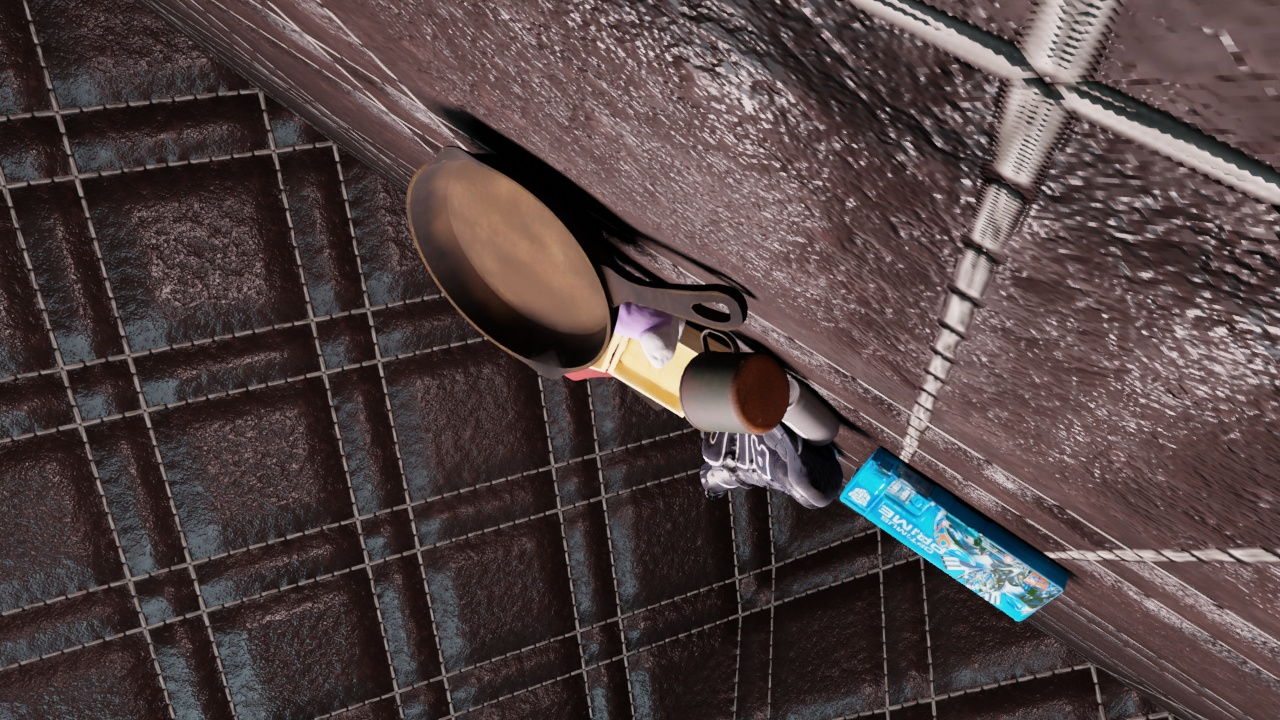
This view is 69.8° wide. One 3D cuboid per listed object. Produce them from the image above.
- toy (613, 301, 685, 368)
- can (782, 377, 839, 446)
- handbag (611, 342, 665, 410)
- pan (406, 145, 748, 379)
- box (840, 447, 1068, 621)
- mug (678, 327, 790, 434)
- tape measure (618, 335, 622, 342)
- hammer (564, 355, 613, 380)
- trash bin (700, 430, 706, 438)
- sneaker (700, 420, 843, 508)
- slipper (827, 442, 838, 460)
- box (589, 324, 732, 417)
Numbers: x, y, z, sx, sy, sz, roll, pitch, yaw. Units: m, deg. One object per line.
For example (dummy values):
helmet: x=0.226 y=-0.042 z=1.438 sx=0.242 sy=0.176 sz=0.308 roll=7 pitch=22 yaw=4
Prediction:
toy: x=-0.048 y=-0.073 z=0.942 sx=0.209 sy=0.086 sz=0.137 roll=29 pitch=-164 yaw=1
can: x=0.175 y=0.055 z=0.986 sx=0.044 sy=0.044 sz=0.106 roll=33 pitch=178 yaw=42
handbag: x=0.000 y=-0.012 z=1.422 sx=0.197 sy=0.102 sz=0.199 roll=47 pitch=178 yaw=-42
pan: x=-0.058 y=-0.078 z=0.786 sx=0.357 sy=0.043 sz=0.249 roll=13 pitch=138 yaw=36
box: x=0.351 y=0.208 z=1.075 sx=0.243 sy=0.075 sz=0.167 roll=35 pitch=170 yaw=10
mug: x=0.093 y=0.019 z=0.924 sx=0.081 sy=0.084 sz=0.111 roll=1 pitch=109 yaw=53
tape measure: x=-0.033 y=-0.063 z=1.319 sx=0.065 sy=0.064 sz=0.017 roll=30 pitch=178 yaw=9
hammer: x=-0.008 y=0.008 z=1.297 sx=0.316 sy=0.036 sz=0.126 roll=1 pitch=135 yaw=45
trash bin: x=0.177 y=0.120 z=1.481 sx=0.094 sy=0.092 sz=0.161 roll=14 pitch=160 yaw=31
sneaker: x=0.135 y=0.123 z=1.102 sx=0.097 sy=0.151 sz=0.252 roll=31 pitch=-165 yaw=-24
slipper: x=0.259 y=0.137 z=1.421 sx=0.104 sy=0.059 sz=0.213 roll=44 pitch=-167 yaw=18
box: x=-0.027 y=-0.024 z=1.132 sx=0.257 sy=0.076 sz=0.247 roll=29 pitch=163 yaw=0
